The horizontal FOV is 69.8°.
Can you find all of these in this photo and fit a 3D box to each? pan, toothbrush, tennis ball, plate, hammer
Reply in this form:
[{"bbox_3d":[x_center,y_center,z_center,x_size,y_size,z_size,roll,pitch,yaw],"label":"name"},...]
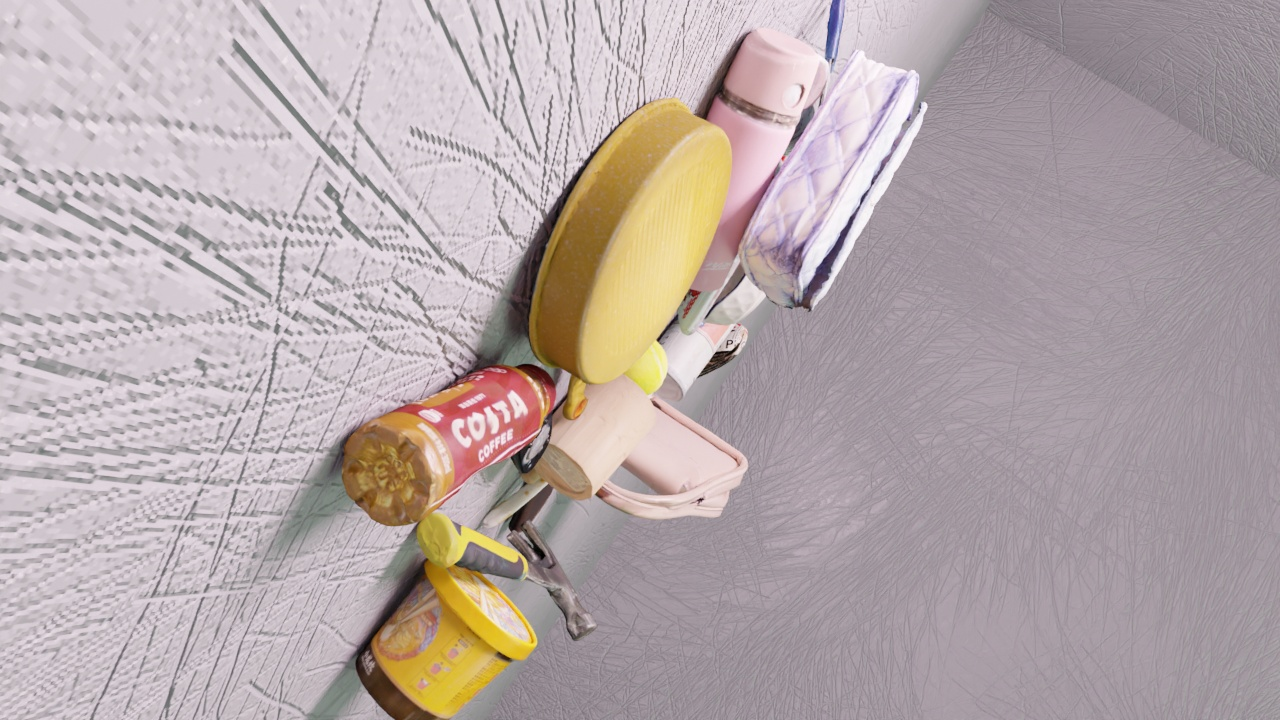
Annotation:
[{"bbox_3d":[-0.022,-0.038,0.687,0.197,0.078,0.358,-50,162,-30],"label":"pan"},{"bbox_3d":[-0.088,0.115,0.943,0.190,0.016,0.018,-37,165,-31],"label":"toothbrush"},{"bbox_3d":[-0.005,0.005,0.920,0.065,0.065,0.065,-54,171,-12],"label":"tennis ball"},{"bbox_3d":[0.130,-0.124,1.047,0.205,0.045,0.204,-56,-170,16],"label":"plate"},{"bbox_3d":[-0.120,0.183,0.831,0.032,0.126,0.323,-35,156,-1],"label":"hammer"}]

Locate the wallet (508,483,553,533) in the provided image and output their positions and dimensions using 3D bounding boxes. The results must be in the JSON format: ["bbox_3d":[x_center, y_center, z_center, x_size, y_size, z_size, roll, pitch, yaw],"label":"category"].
[{"bbox_3d":[-0.102,0.126,1.013,0.096,0.020,0.123,-51,171,-52],"label":"wallet"}]

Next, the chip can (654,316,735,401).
[{"bbox_3d":[0.084,-0.047,1.198,0.214,0.071,0.071,-52,171,-25],"label":"chip can"}]

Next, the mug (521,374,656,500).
[{"bbox_3d":[-0.058,0.075,0.897,0.103,0.084,0.125,-48,-165,-33],"label":"mug"}]

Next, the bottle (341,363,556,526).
[{"bbox_3d":[-0.101,0.040,0.541,0.058,0.057,0.174,-59,171,21],"label":"bottle"}]

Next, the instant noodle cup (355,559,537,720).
[{"bbox_3d":[-0.169,0.243,0.783,0.114,0.118,0.118,-47,171,-5],"label":"instant noodle cup"}]

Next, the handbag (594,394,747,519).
[{"bbox_3d":[0.011,0.133,1.147,0.233,0.193,0.093,-16,134,-64],"label":"handbag"}]

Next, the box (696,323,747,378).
[{"bbox_3d":[0.080,-0.009,1.270,0.165,0.052,0.068,-28,-166,41],"label":"box"}]

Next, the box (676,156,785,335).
[{"bbox_3d":[0.092,-0.136,0.955,0.202,0.058,0.160,-60,-174,31],"label":"box"}]

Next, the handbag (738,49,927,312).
[{"bbox_3d":[0.157,-0.139,0.744,0.194,0.075,0.134,-59,165,-2],"label":"handbag"}]

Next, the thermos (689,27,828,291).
[{"bbox_3d":[0.079,-0.153,0.717,0.087,0.067,0.199,-5,130,-39],"label":"thermos"}]

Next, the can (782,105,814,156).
[{"bbox_3d":[0.122,-0.216,0.799,0.058,0.058,0.146,-57,172,10],"label":"can"}]

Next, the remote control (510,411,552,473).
[{"bbox_3d":[-0.094,0.057,0.763,0.053,0.024,0.137,-59,172,-22],"label":"remote control"}]

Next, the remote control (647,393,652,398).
[{"bbox_3d":[-0.030,0.061,1.030,0.019,0.056,0.135,-48,168,-45],"label":"remote control"}]

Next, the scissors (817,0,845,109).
[{"bbox_3d":[0.165,-0.261,0.803,0.133,0.012,0.172,87,17,-45],"label":"scissors"}]
